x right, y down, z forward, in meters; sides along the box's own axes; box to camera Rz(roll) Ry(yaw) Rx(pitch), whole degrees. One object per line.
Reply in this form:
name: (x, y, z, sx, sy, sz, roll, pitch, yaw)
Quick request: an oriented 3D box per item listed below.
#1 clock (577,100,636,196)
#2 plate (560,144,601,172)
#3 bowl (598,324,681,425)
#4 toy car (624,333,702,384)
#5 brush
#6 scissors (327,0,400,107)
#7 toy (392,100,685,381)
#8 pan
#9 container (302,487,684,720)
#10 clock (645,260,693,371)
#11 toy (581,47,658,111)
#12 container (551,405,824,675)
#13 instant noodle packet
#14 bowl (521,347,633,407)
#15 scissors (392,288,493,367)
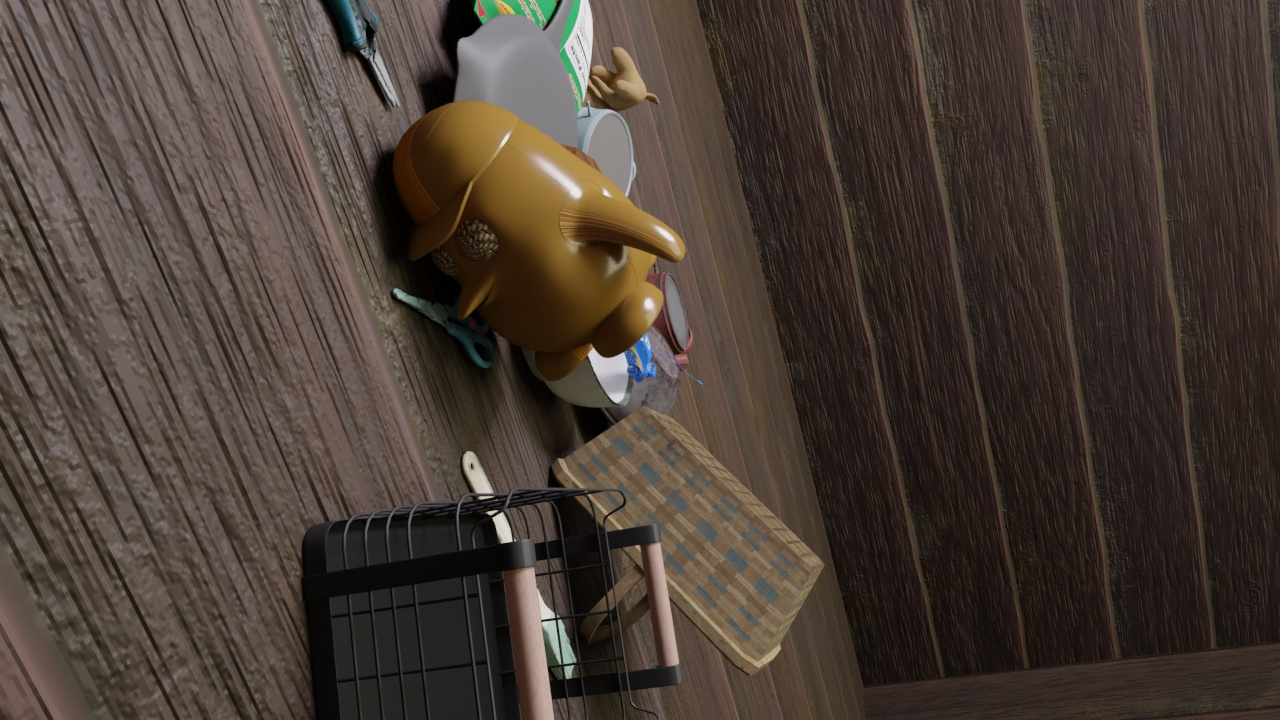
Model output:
clock: (-0.048, -0.209, 1.015, 0.159, 0.045, 0.122, 46, 57, -61)
plate: (-0.046, -0.132, 0.801, 0.131, 0.025, 0.131, -90, 154, -46)
bowl: (-0.006, 0.006, 0.960, 0.145, 0.067, 0.144, 52, 18, -25)
toy car: (0.015, -0.013, 0.850, 0.033, 0.062, 0.092, -72, 147, -62)
brush: (-0.092, 0.161, 0.704, 0.033, 0.012, 0.218, -73, 147, -62)
scissors: (-0.196, -0.246, 0.619, 0.129, 0.019, 0.137, 18, 63, -74)
toy: (-0.089, -0.091, 0.658, 0.203, 0.199, 0.162, 45, 50, -22)
pan: (-0.082, -0.253, 0.815, 0.216, 0.024, 0.353, 54, 47, -59)
container: (-0.072, 0.162, 0.537, 0.241, 0.130, 0.162, 26, 54, -72)
clock: (0.018, -0.041, 1.155, 0.120, 0.072, 0.158, -73, 147, -61)
toy: (-0.047, -0.305, 1.072, 0.105, 0.108, 0.134, 27, 51, -51)
container: (0.024, 0.183, 0.837, 0.250, 0.186, 0.157, 43, 4, 19)
instant noodle packet: (-0.103, -0.345, 0.900, 0.196, 0.090, 0.252, 60, 28, -54)
bowl: (-0.063, -0.027, 0.838, 0.153, 0.073, 0.153, -12, 90, -76)
scissors: (-0.142, -0.028, 0.669, 0.138, 0.015, 0.063, 20, 54, -67)
